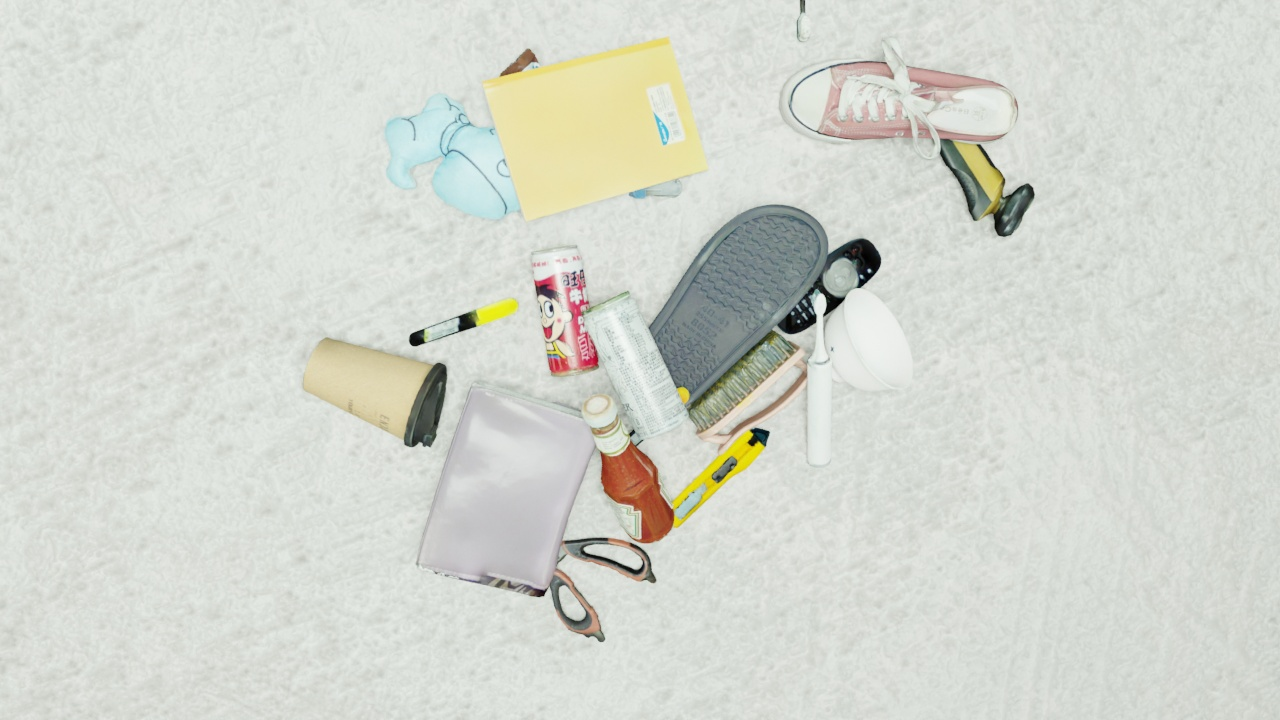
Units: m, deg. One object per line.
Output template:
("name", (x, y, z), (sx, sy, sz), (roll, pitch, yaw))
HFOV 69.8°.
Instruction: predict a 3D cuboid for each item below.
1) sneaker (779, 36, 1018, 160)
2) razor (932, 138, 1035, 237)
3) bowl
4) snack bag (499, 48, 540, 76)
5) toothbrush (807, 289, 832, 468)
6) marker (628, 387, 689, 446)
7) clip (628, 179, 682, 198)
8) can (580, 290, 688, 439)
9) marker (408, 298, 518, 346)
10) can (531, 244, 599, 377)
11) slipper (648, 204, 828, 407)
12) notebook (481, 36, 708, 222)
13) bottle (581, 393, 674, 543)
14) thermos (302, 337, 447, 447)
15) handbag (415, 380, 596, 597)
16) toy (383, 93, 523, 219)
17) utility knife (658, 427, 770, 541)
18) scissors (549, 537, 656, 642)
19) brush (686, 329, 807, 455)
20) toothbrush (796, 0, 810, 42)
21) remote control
("sneaker", (0.261, -0.262, 0.929), (0.241, 0.087, 0.118), (9, 97, 10))
("razor", (0.360, -0.211, 0.984), (0.068, 0.062, 0.167), (-33, 96, 30))
("bowl", (0.232, -0.012, 0.989), (0.065, 0.118, 0.118), (-30, 103, 39))
("snack bag", (-0.097, -0.266, 0.945), (0.045, 0.026, 0.105), (-40, 98, 5))
("toothbrush", (0.189, 0.023, 0.971), (0.026, 0.026, 0.221), (-14, 125, -9))
("marker", (0.008, 0.071, 0.995), (0.018, 0.015, 0.124), (40, 115, -11))
("clip", (0.017, -0.184, 0.973), (0.058, 0.044, 0.027), (-1, 98, -10))
("can", (-0.006, 0.005, 0.940), (0.058, 0.058, 0.147), (-25, 95, -1))
("marker", (-0.189, -0.040, 0.979), (0.124, 0.015, 0.018), (-19, 99, 1))
("can", (-0.080, -0.053, 0.966), (0.053, 0.053, 0.133), (-10, 100, -4))
("slipper", (0.083, -0.062, 0.974), (0.110, 0.083, 0.269), (37, 113, -9))
("notebook", (-0.043, -0.237, 0.936), (0.206, 0.010, 0.146), (-19, 97, -15))
("bottle", (-0.015, 0.112, 0.948), (0.060, 0.059, 0.206), (-23, 133, -2))
("thermos", (-0.268, 0.029, 0.947), (0.143, 0.093, 0.093), (20, 96, -1))
("handbag", (-0.136, 0.133, 0.960), (0.145, 0.098, 0.197), (18, 90, -5))
("toy", (-0.173, -0.202, 0.935), (0.161, 0.050, 0.156), (-30, 92, -4))
("utility knife", (0.079, 0.139, 1.030), (0.177, 0.015, 0.033), (-45, 97, 3))
("scissors", (-0.089, 0.227, 1.028), (0.189, 0.015, 0.224), (-21, 100, -2))
("brush", (0.118, 0.036, 0.994), (0.145, 0.063, 0.073), (-44, 100, 3))
("toothbrush", (0.167, -0.425, 0.950), (0.015, 0.018, 0.181), (-4, 98, -2))
("remote control", (0.201, -0.081, 1.002), (0.136, 0.024, 0.053), (-38, 99, 0))
